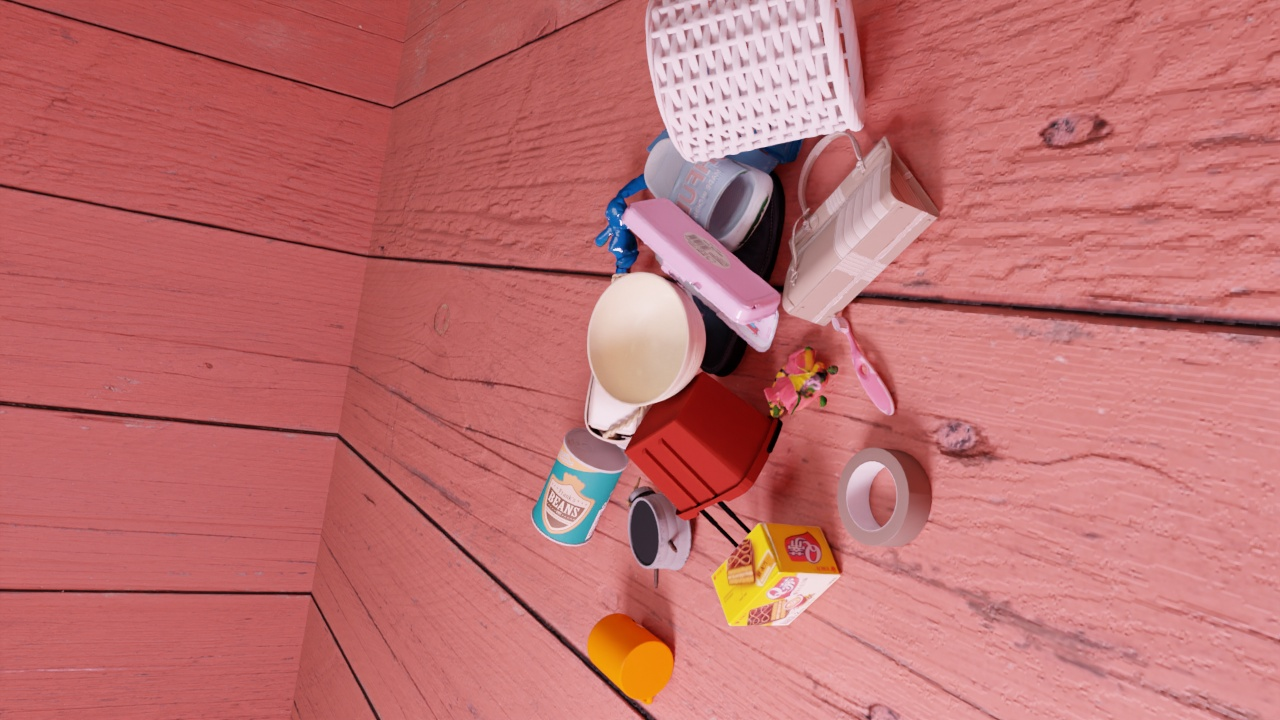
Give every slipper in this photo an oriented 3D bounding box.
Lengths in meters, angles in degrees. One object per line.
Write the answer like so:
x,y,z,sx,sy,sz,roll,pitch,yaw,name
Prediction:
0.064,-0.207,1.094,0.245,0.074,0.104,45,116,49,slipper
0.099,-0.116,1.125,0.109,0.083,0.265,20,96,61,slipper

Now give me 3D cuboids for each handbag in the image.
-0.008,0.007,1.201,0.210,0.103,0.208,65,-144,-83,handbag
0.215,-0.169,0.990,0.176,0.062,0.197,-50,34,41,handbag

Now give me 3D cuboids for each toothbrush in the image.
0.228,0.003,0.942,0.022,0.016,0.134,-56,38,36,toothbrush

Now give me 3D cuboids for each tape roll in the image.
0.233,0.132,0.884,0.094,0.030,0.093,-23,62,55,tape roll

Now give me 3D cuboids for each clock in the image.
0.020,0.212,1.199,0.147,0.056,0.104,62,143,39,clock

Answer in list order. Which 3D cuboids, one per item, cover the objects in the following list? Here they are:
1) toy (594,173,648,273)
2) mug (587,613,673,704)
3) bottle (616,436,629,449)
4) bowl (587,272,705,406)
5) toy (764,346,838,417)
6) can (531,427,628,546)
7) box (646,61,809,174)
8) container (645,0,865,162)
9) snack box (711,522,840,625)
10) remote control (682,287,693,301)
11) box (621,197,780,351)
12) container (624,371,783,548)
-0.021,-0.195,1.372,0.113,0.071,0.176,-169,88,-71,toy
-0.010,0.398,1.195,0.096,0.077,0.113,16,124,60,mug
-0.038,0.079,1.346,0.136,0.044,0.044,51,125,52,bottle
0.018,-0.022,1.044,0.151,0.075,0.150,-4,84,41,bowl
0.171,0.027,1.002,0.104,0.046,0.084,-29,45,64,toy
-0.090,0.186,1.350,0.144,0.099,0.099,-65,34,25,can
0.114,-0.297,1.160,0.175,0.060,0.231,-60,40,18,box
0.125,-0.317,0.961,0.187,0.189,0.189,-8,72,21,container
0.141,0.226,0.963,0.106,0.083,0.061,-57,37,36,snack box
0.051,-0.033,1.254,0.033,0.012,0.131,-145,68,-65,remote control
0.065,-0.090,1.038,0.201,0.110,0.102,44,132,25,box
0.097,0.126,1.057,0.148,0.201,0.126,-37,15,49,container
